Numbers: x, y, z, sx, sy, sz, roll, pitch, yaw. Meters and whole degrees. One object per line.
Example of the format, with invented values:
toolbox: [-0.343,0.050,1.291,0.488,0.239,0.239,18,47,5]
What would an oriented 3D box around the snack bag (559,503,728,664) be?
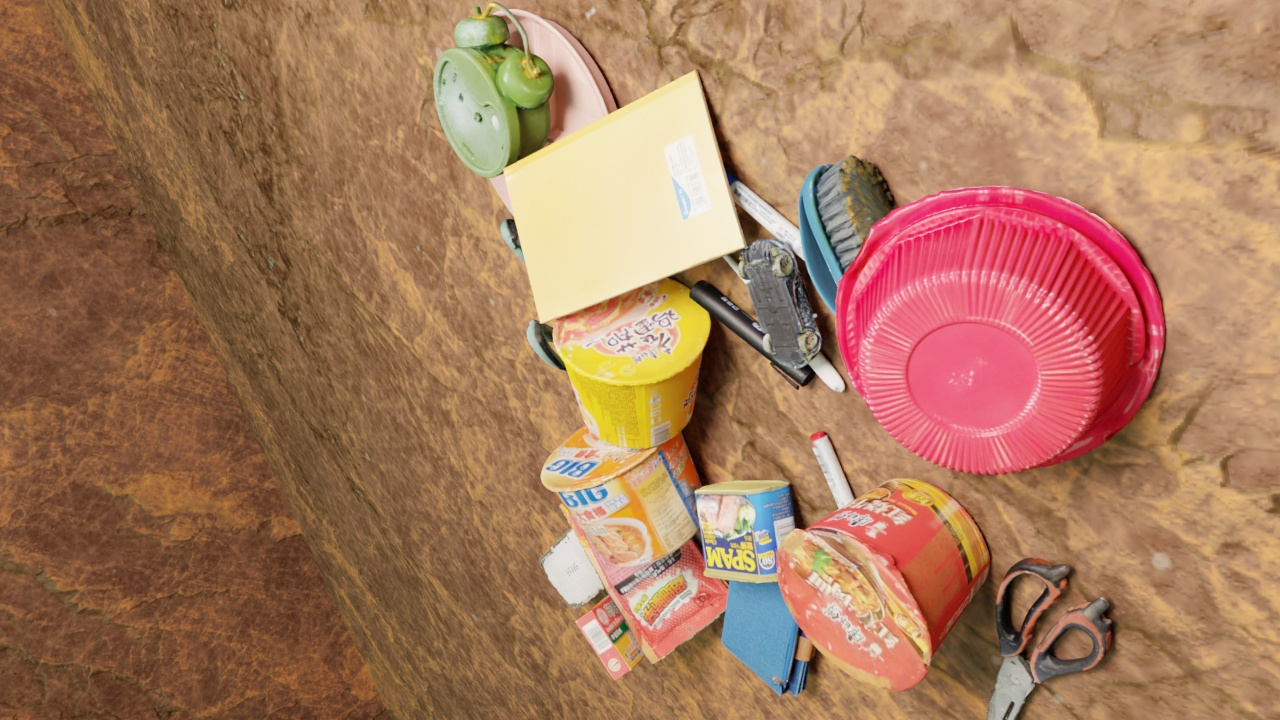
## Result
snack bag: [0.002,0.216,1.018,0.129,0.073,0.208,-40,77,17]

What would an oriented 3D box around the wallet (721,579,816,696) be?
wallet: [0.130,0.259,0.920,0.106,0.040,0.133,30,129,40]

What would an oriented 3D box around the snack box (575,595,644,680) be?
snack box: [-0.015,0.303,1.059,0.027,0.155,0.077,-38,81,18]

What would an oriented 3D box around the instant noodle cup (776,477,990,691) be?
instant noodle cup: [0.191,0.164,0.703,0.138,0.108,0.138,33,137,36]

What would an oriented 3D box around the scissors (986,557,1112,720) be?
scissors: [0.304,0.241,0.696,0.183,0.015,0.209,-13,104,55]

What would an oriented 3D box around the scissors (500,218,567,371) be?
scissors: [-0.095,-0.061,0.891,0.019,0.174,0.170,-30,96,16]

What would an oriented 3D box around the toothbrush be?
toothbrush: [0.104,-0.043,0.747,0.180,0.016,0.016,51,143,14]

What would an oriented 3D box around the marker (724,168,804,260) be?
marker: [0.103,-0.105,0.701,0.146,0.016,0.017,45,144,23]

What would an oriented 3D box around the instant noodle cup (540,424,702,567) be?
instant noodle cup: [-0.008,0.125,0.916,0.152,0.151,0.111,0,123,53]

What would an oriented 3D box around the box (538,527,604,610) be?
box: [-0.061,0.245,1.146,0.090,0.063,0.185,55,145,8]

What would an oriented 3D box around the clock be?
clock: [-0.129,-0.240,0.821,0.116,0.056,0.162,48,146,18]

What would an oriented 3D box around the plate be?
plate: [-0.089,-0.214,0.866,0.229,0.028,0.230,34,140,34]

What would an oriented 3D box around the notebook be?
notebook: [-0.021,-0.127,0.752,0.207,0.010,0.146,-18,83,33]

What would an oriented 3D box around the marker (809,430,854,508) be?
marker: [0.177,0.127,0.777,0.017,0.017,0.145,-13,104,56]

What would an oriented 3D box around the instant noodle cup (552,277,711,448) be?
instant noodle cup: [-0.005,0.005,0.833,0.138,0.137,0.110,37,149,31]

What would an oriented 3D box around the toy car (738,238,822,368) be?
toy car: [0.110,-0.044,0.708,0.049,0.031,0.105,5,119,57]

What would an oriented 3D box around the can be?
can: [0.099,0.156,0.852,0.102,0.057,0.083,-11,87,54]

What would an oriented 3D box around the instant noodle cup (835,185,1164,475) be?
instant noodle cup: [0.202,-0.003,0.548,0.194,0.065,0.194,15,124,24]

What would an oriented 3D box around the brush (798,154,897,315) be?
brush: [0.149,-0.067,0.632,0.074,0.055,0.144,-17,101,55]

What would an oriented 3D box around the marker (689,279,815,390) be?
marker: [0.092,-0.023,0.774,0.132,0.022,0.020,42,-175,25]
